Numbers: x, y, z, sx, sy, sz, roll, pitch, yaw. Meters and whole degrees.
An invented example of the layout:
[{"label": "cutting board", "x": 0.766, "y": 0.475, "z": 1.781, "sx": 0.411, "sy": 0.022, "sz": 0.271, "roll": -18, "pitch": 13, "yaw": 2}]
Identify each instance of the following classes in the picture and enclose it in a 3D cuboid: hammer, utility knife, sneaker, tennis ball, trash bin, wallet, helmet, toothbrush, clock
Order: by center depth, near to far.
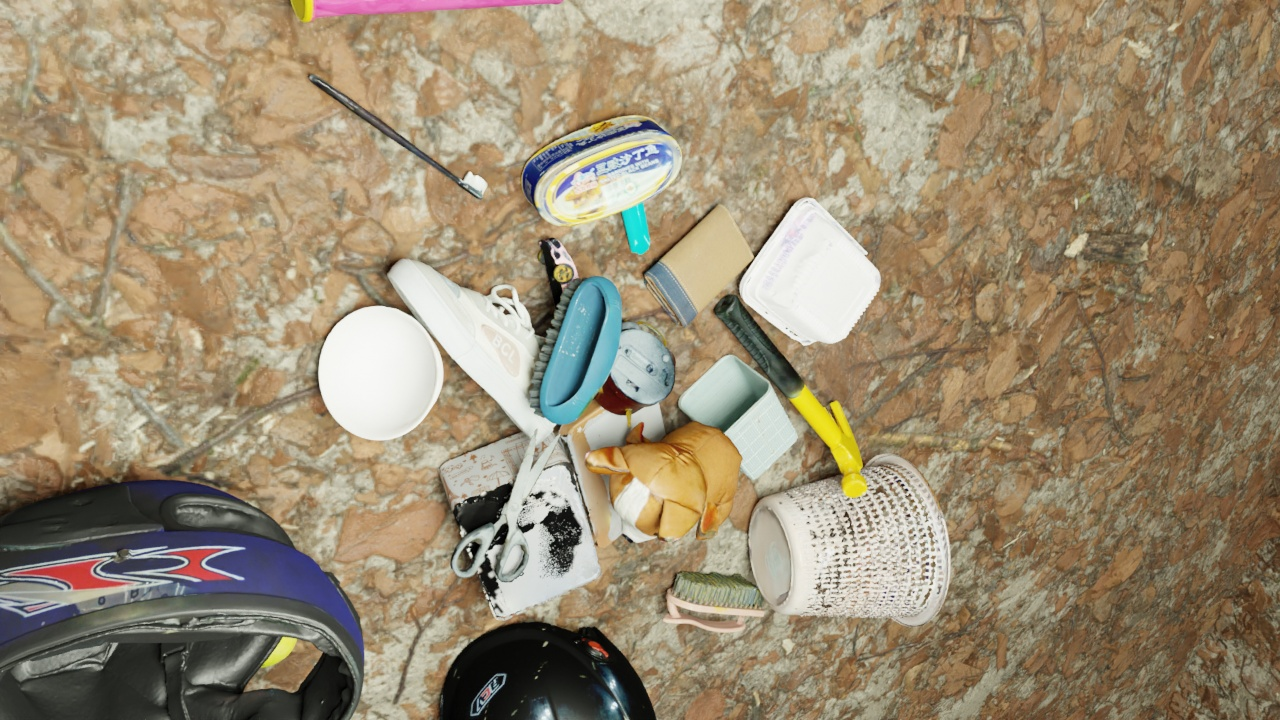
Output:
[{"label": "helmet", "x": -0.386, "y": 0.211, "z": 0.728, "sx": 0.315, "sy": 0.240, "sz": 0.248, "roll": -12, "pitch": 120, "yaw": -14}, {"label": "toothbrush", "x": -0.202, "y": -0.190, "z": 0.782, "sx": 0.181, "sy": 0.016, "sz": 0.018, "roll": 31, "pitch": 90, "yaw": -40}, {"label": "sneaker", "x": -0.134, "y": -0.021, "z": 0.868, "sx": 0.090, "sy": 0.089, "sz": 0.242, "roll": -44, "pitch": 130, "yaw": -8}, {"label": "tennis ball", "x": -0.366, "y": 0.263, "z": 0.888, "sx": 0.065, "sy": 0.065, "sz": 0.065, "roll": -15, "pitch": 121, "yaw": -26}, {"label": "utility knife", "x": -0.014, "y": -0.171, "z": 0.913, "sx": 0.029, "sy": 0.013, "sz": 0.151, "roll": -25, "pitch": 128, "yaw": -15}, {"label": "clock", "x": -0.006, "y": 0.006, "z": 0.963, "sx": 0.082, "sy": 0.055, "sz": 0.121, "roll": 38, "pitch": 52, "yaw": -13}, {"label": "wallet", "x": 0.063, "y": -0.101, "z": 0.987, "sx": 0.115, "sy": 0.033, "sz": 0.090, "roll": -44, "pitch": 132, "yaw": -6}, {"label": "helmet", "x": -0.098, "y": 0.438, "z": 1.060, "sx": 0.274, "sy": 0.230, "sz": 0.233, "roll": 44, "pitch": 86, "yaw": -20}, {"label": "hammer", "x": 0.184, "y": 0.034, "z": 1.097, "sx": 0.033, "sy": 0.128, "sz": 0.301, "roll": -30, "pitch": 121, "yaw": 22}, {"label": "trash bin", "x": 0.255, "y": 0.242, "z": 1.190, "sx": 0.192, "sy": 0.227, "sz": 0.228, "roll": -4, "pitch": 117, "yaw": -17}]

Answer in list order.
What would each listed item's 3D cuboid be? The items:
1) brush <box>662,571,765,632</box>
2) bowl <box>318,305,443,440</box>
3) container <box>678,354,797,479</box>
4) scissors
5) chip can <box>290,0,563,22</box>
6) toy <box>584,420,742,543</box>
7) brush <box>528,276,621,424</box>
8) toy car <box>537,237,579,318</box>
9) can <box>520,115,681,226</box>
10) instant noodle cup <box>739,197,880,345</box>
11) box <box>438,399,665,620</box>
[{"label": "brush", "x": 0.093, "y": 0.320, "z": 1.209, "sx": 0.145, "sy": 0.063, "sz": 0.073, "roll": 13, "pitch": 96, "yaw": -36}, {"label": "bowl", "x": -0.224, "y": 0.012, "z": 0.835, "sx": 0.118, "sy": 0.118, "sz": 0.064, "roll": -58, "pitch": 168, "yaw": 7}, {"label": "container", "x": 0.118, "y": 0.071, "z": 1.077, "sx": 0.090, "sy": 0.090, "sz": 0.111, "roll": -42, "pitch": 132, "yaw": -6}, {"label": "scissors", "x": -0.130, "y": 0.147, "z": 0.898, "sx": 0.156, "sy": 0.014, "sz": 0.168, "roll": -22, "pitch": 124, "yaw": -14}, {"label": "chip can", "x": -0.161, "y": -0.305, "z": 0.709, "sx": 0.210, "sy": 0.071, "sz": 0.071, "roll": -14, "pitch": 121, "yaw": -26}, {"label": "toy", "x": 0.025, "y": 0.128, "z": 0.933, "sx": 0.130, "sy": 0.140, "sz": 0.199, "roll": -59, "pitch": 164, "yaw": 11}, {"label": "brush", "x": -0.053, "y": -0.009, "z": 0.843, "sx": 0.055, "sy": 0.074, "sz": 0.143, "roll": 26, "pitch": 80, "yaw": -40}, {"label": "toy car", "x": -0.070, "y": -0.065, "z": 0.906, "sx": 0.037, "sy": 0.056, "sz": 0.122, "roll": -23, "pitch": 124, "yaw": -16}, {"label": "can", "x": -0.036, "y": -0.177, "z": 0.858, "sx": 0.148, "sy": 0.049, "sz": 0.075, "roll": -23, "pitch": 126, "yaw": -10}, {"label": "instant noodle cup", "x": 0.206, "y": -0.089, "z": 1.053, "sx": 0.173, "sy": 0.060, "sz": 0.138, "roll": 30, "pitch": 96, "yaw": -45}, {"label": "box", "x": -0.072, "y": 0.142, "z": 0.998, "sx": 0.260, "sy": 0.105, "sz": 0.179, "roll": -21, "pitch": 124, "yaw": -15}]
